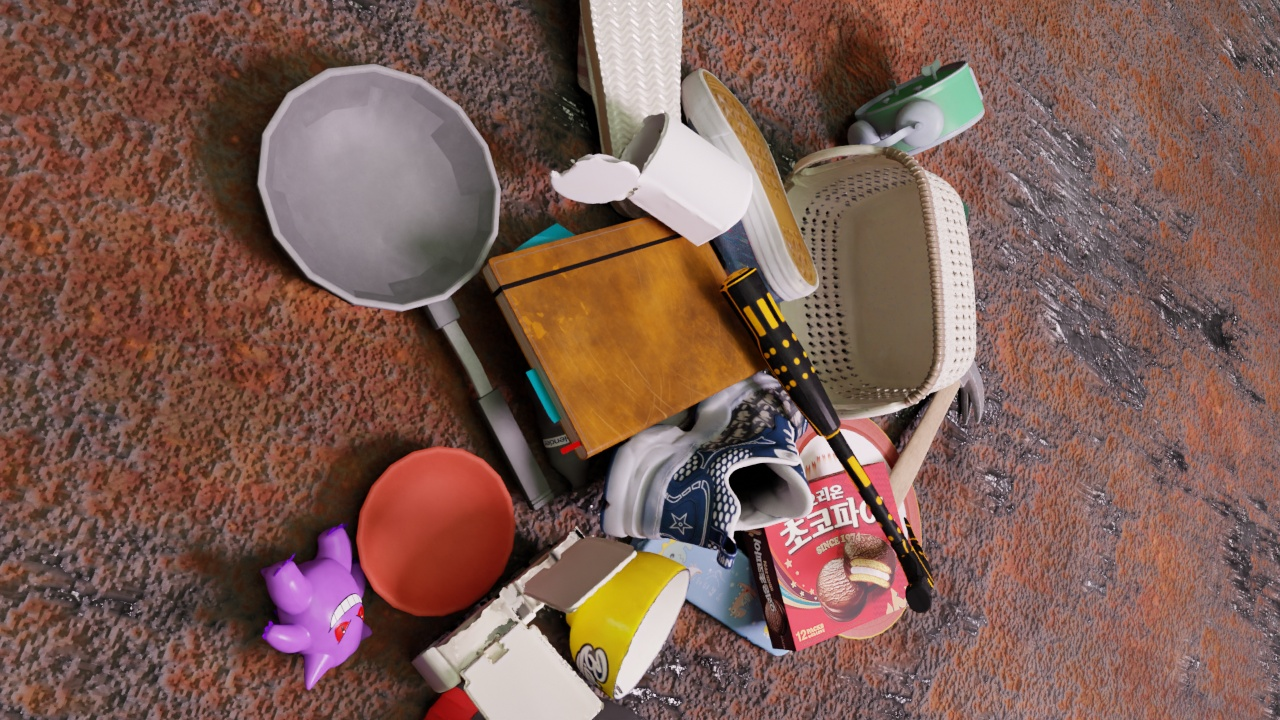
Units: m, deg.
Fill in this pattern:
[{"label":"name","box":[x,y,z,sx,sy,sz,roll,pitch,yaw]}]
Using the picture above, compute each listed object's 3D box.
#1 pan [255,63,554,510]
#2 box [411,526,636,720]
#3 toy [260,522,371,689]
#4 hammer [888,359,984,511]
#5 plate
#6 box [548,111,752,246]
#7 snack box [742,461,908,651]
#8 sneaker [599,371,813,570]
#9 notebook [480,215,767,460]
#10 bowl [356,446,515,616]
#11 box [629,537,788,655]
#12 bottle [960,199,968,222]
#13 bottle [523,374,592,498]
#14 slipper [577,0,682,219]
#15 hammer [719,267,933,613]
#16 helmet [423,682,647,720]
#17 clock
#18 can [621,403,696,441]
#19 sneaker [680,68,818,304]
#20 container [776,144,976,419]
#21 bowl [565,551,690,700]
[{"label":"pan","box":[-0.155,-0.044,0.692,0.178,0.041,0.357,-33,104,-32]},{"label":"box","box":[-0.073,0.193,0.641,0.145,0.186,0.095,-37,106,-25]},{"label":"toy","box":[-0.219,0.168,0.621,0.088,0.056,0.105,65,22,-6]},{"label":"hammer","box":[0.294,0.095,0.974,0.119,0.031,0.330,54,51,-20]},{"label":"plate","box":[0.204,0.160,0.919,0.229,0.021,0.229,12,70,-36]},{"label":"box","box":[0.011,-0.149,0.747,0.162,0.085,0.112,32,65,-24]},{"label":"snack box","box":[0.174,0.175,0.840,0.151,0.036,0.132,-11,84,-29]},{"label":"sneaker","box":[0.092,0.091,0.760,0.268,0.132,0.103,-23,126,-51]},{"label":"notebook","box":[-0.010,-0.038,0.738,0.248,0.014,0.178,-23,83,-43]},{"label":"bowl","box":[-0.155,0.125,0.680,0.121,0.035,0.122,4,84,-35]},{"label":"box","box":[0.080,0.203,0.829,0.209,0.049,0.066,38,69,-26]},{"label":"bottle","box":[0.314,-0.117,1.010,0.061,0.061,0.131,26,72,-33]},{"label":"bottle","box":[-0.063,0.059,0.749,0.036,0.036,0.110,-23,99,-34]},{"label":"slipper","box":[-0.008,-0.256,0.809,0.114,0.052,0.263,-13,104,-38]},{"label":"hammer","box":[0.164,0.061,0.790,0.320,0.036,0.123,58,18,-2]},{"label":"helmet","box":[-0.031,0.340,0.666,0.264,0.170,0.163,47,62,-23]},{"label":"clock","box":[0.281,-0.257,0.961,0.161,0.122,0.075,-39,108,-35]},{"label":"can","box":[-0.005,0.005,0.789,0.129,0.044,0.130,4,84,-34]},{"label":"sneaker","box":[0.085,-0.154,0.853,0.087,0.079,0.235,-6,71,-59]},{"label":"container","box":[0.223,-0.072,0.879,0.142,0.185,0.246,-3,89,-45]},{"label":"bowl","box":[-0.017,0.203,0.738,0.117,0.068,0.117,-50,156,-32]}]
